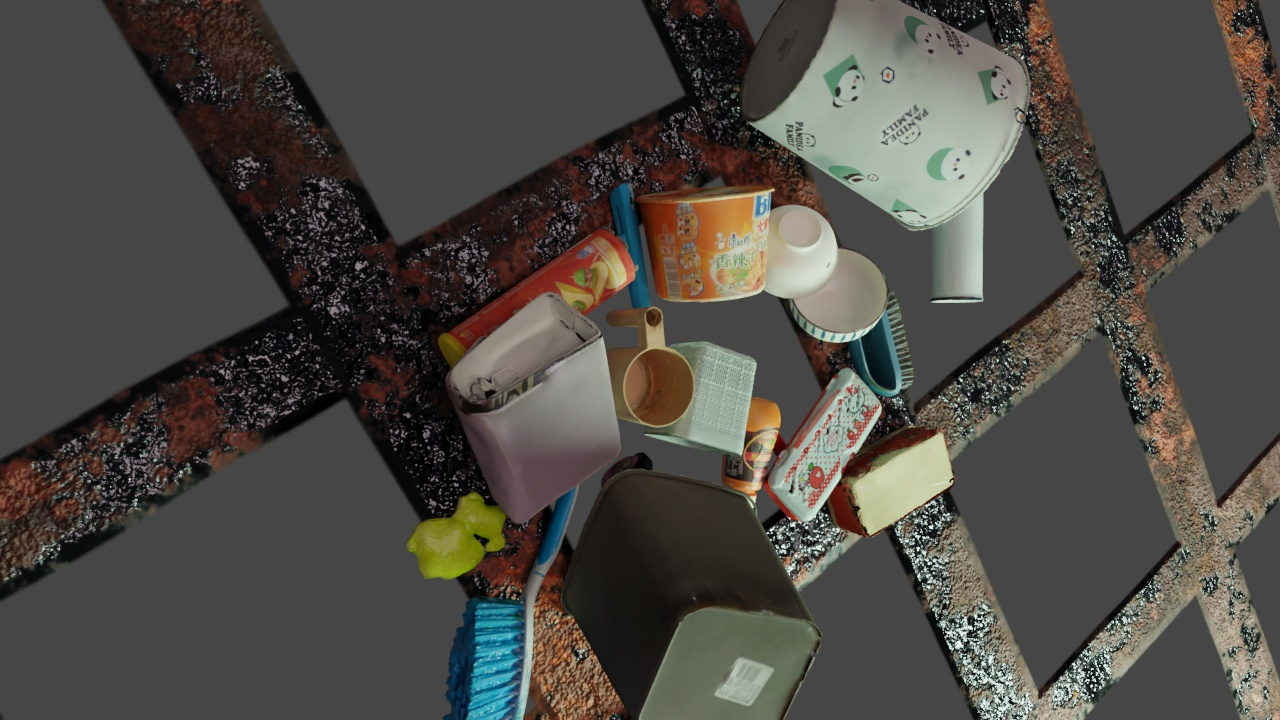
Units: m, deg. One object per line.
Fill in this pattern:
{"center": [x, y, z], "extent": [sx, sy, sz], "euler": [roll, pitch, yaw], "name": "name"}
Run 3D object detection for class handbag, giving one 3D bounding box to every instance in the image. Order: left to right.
{"center": [-0.103, 0.050, 0.891], "extent": [0.144, 0.098, 0.197], "euler": [-41, 148, -24], "name": "handbag"}

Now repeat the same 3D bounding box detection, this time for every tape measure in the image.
{"center": [-0.012, 0.134, 1.010], "extent": [0.058, 0.057, 0.039], "euler": [-32, 108, 13], "name": "tape measure"}

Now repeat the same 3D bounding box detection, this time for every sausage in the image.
{"center": [0.182, 0.126, 1.129], "extent": [0.020, 0.020, 0.156], "euler": [-39, 108, -21], "name": "sausage"}

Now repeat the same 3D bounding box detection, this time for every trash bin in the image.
{"center": [0.053, 0.252, 0.925], "extent": [0.198, 0.219, 0.199], "euler": [14, 106, -23], "name": "trash bin"}
{"center": [0.268, -0.305, 1.055], "extent": [0.251, 0.230, 0.229], "euler": [21, 82, -21], "name": "trash bin"}

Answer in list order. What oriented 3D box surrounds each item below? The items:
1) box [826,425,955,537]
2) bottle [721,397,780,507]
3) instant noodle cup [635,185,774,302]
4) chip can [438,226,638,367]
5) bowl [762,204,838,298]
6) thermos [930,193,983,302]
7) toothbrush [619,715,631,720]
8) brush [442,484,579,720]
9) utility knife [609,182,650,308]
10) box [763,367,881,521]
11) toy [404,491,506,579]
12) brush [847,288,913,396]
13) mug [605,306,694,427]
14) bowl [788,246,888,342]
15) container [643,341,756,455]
{"center": [0.323, 0.151, 1.170], "extent": [0.168, 0.077, 0.091], "euler": [-24, 103, -25], "name": "box"}
{"center": [0.123, 0.118, 1.079], "extent": [0.066, 0.067, 0.149], "euler": [6, 96, -27], "name": "bottle"}
{"center": [0.073, -0.129, 1.002], "extent": [0.151, 0.151, 0.111], "euler": [-12, 105, -26], "name": "instant noodle cup"}
{"center": [-0.104, -0.055, 0.950], "extent": [0.216, 0.073, 0.073], "euler": [-39, 108, -22], "name": "chip can"}
{"center": [0.179, -0.139, 1.066], "extent": [0.118, 0.065, 0.118], "euler": [0, 70, -2], "name": "bowl"}
{"center": [0.422, -0.190, 1.217], "extent": [0.073, 0.073, 0.224], "euler": [0, 91, -27], "name": "thermos"}
{"center": [-0.067, 0.423, 1.017], "extent": [0.189, 0.014, 0.016], "euler": [-12, 120, -26], "name": "toothbrush"}
{"center": [-0.131, 0.251, 0.960], "extent": [0.109, 0.061, 0.314], "euler": [10, 84, -32], "name": "brush"}
{"center": [-0.007, -0.102, 1.020], "extent": [0.018, 0.034, 0.186], "euler": [-16, 100, -34], "name": "utility knife"}
{"center": [0.225, 0.099, 1.120], "extent": [0.087, 0.048, 0.200], "euler": [50, 62, -20], "name": "box"}
{"center": [-0.185, 0.183, 0.938], "extent": [0.096, 0.031, 0.100], "euler": [35, 76, -26], "name": "toy"}
{"center": [0.297, -0.021, 1.164], "extent": [0.073, 0.055, 0.144], "euler": [-21, 101, -26], "name": "brush"}
{"center": [-0.006, 0.006, 0.983], "extent": [0.084, 0.104, 0.124], "euler": [-8, 95, -27], "name": "mug"}
{"center": [0.236, -0.071, 1.113], "extent": [0.116, 0.066, 0.116], "euler": [-1, 66, 1], "name": "bowl"}
{"center": [0.070, 0.041, 1.033], "extent": [0.090, 0.090, 0.111], "euler": [18, 81, -27], "name": "container"}
